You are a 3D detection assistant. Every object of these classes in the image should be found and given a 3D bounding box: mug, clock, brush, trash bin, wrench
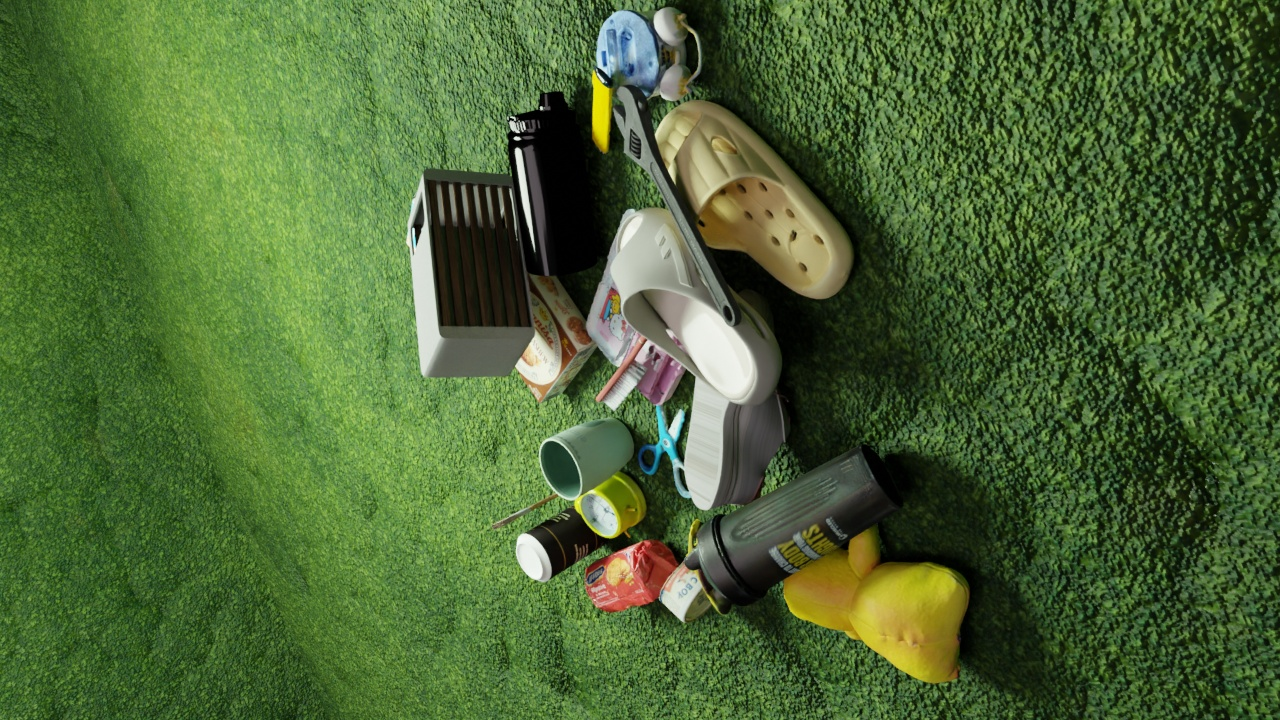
[{"bbox_3d":[-0.076,0.119,1.188,0.111,0.103,0.084,4,113,46],"label":"mug"},{"bbox_3d":[-0.049,0.186,1.230,0.119,0.056,0.083,29,131,28],"label":"clock"},{"bbox_3d":[0.012,-0.303,0.913,0.125,0.051,0.089,17,121,42],"label":"clock"},{"bbox_3d":[-0.006,0.006,1.052,0.030,0.040,0.173,37,141,1],"label":"brush"},{"bbox_3d":[-0.137,0.196,1.265,0.008,0.142,0.045,63,149,4],"label":"brush"},{"bbox_3d":[-0.215,-0.107,1.142,0.115,0.114,0.228,133,132,-57],"label":"trash bin"},{"bbox_3d":[0.033,-0.152,0.881,0.273,0.018,0.073,65,159,17],"label":"wrench"}]

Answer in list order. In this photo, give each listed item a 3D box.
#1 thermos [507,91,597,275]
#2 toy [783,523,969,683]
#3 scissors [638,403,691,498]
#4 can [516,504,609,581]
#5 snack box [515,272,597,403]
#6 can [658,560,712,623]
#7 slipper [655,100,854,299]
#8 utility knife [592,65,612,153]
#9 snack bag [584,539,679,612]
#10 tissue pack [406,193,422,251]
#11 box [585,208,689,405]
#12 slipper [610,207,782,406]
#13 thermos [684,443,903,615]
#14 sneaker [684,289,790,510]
[{"bbox_3d":[-0.104,-0.206,1.064,0.086,0.085,0.199,15,120,43],"label":"thermos"},{"bbox_3d":[0.232,0.239,0.929,0.194,0.087,0.134,19,119,42],"label":"toy"},{"bbox_3d":[0.026,0.103,1.142,0.118,0.013,0.140,7,117,47],"label":"scissors"},{"bbox_3d":[-0.104,0.247,1.267,0.072,0.128,0.072,24,126,38],"label":"can"},{"bbox_3d":[-0.132,-0.039,1.218,0.143,0.041,0.147,55,140,12],"label":"snack box"},{"bbox_3d":[0.067,0.278,1.128,0.043,0.086,0.086,39,134,28],"label":"can"},{"bbox_3d":[0.092,-0.154,0.884,0.261,0.079,0.112,45,134,21],"label":"slipper"},{"bbox_3d":[-0.042,-0.261,0.972,0.030,0.017,0.159,58,166,11],"label":"utility knife"},{"bbox_3d":[-0.015,0.295,1.236,0.177,0.082,0.082,-37,81,51],"label":"snack bag"},{"bbox_3d":[-0.275,-0.169,1.291,0.144,0.061,0.093,45,136,22],"label":"tissue pack"},{"bbox_3d":[0.008,-0.058,1.060,0.152,0.037,0.202,47,138,24],"label":"box"},{"bbox_3d":[0.033,-0.054,0.918,0.265,0.080,0.113,54,140,30],"label":"slipper"},{"bbox_3d":[0.148,0.167,0.919,0.221,0.098,0.098,-35,81,22],"label":"thermos"},{"bbox_3d":[0.116,0.045,0.970,0.099,0.089,0.236,28,109,59],"label":"sneaker"}]
